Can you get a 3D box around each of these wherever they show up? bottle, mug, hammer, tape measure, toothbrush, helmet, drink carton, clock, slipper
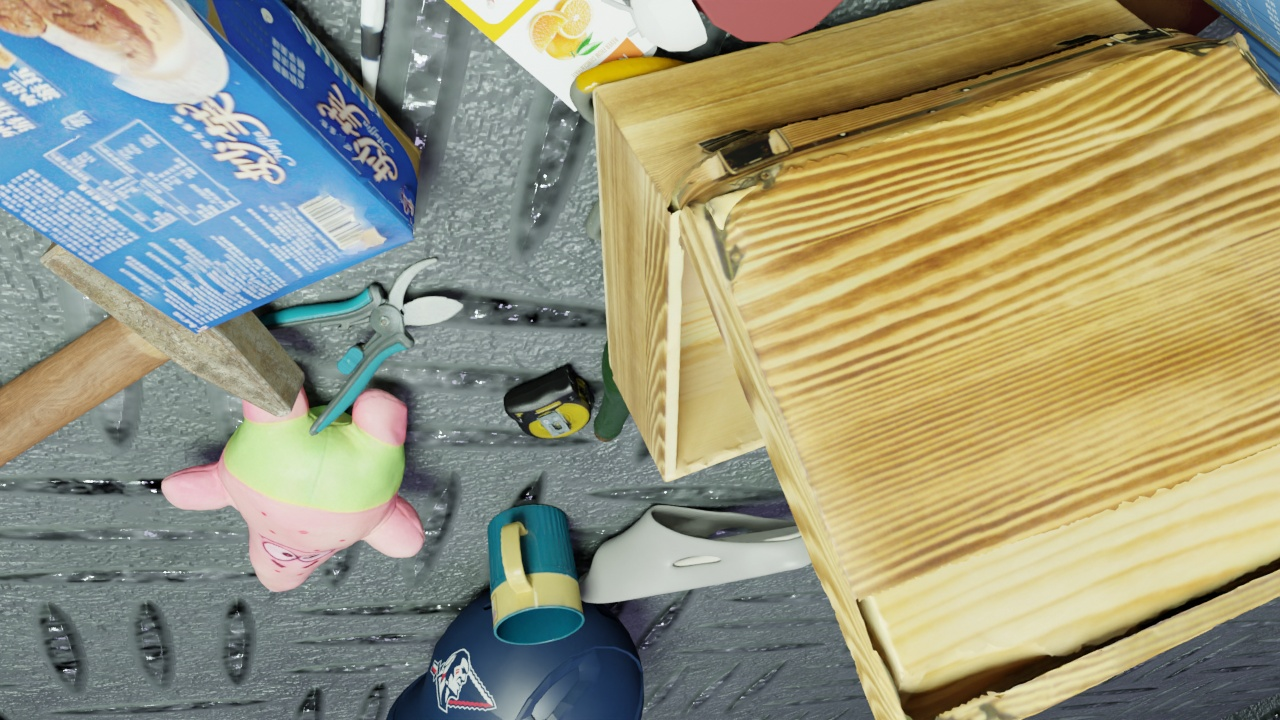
[{"bbox_3d":[-0.004,0.004,0.673,0.055,0.055,0.175,3,140,-20],"label":"bottle"},{"bbox_3d":[-0.102,0.191,0.847,0.083,0.107,0.114,-13,143,4],"label":"mug"},{"bbox_3d":[-0.373,0.026,0.595,0.301,0.037,0.158,-25,128,23],"label":"hammer"},{"bbox_3d":[-0.067,0.037,0.717,0.062,0.034,0.061,-24,144,16],"label":"tape measure"},{"bbox_3d":[-0.131,-0.165,0.450,0.012,0.017,0.187,3,141,-17],"label":"toothbrush"},{"bbox_3d":[-0.124,0.341,0.934,0.271,0.232,0.223,-19,121,-39],"label":"helmet"},{"bbox_3d":[-0.049,-0.179,0.437,0.059,0.040,0.122,-33,139,25],"label":"drink carton"},{"bbox_3d":[0.043,-0.195,0.413,0.137,0.048,0.096,-15,129,-13],"label":"clock"},{"bbox_3d":[0.052,0.173,0.893,0.266,0.080,0.112,-16,-178,29],"label":"slipper"}]

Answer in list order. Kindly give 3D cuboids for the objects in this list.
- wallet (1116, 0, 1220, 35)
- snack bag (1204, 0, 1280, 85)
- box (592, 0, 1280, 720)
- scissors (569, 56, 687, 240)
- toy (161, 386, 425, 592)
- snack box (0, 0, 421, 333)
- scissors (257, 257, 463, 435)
[{"bbox_3d":[0.264,-0.201,0.520,0.115,0.018,0.092,22,132,-34],"label":"wallet"},{"bbox_3d":[0.316,-0.186,0.422,0.102,0.158,0.205,-27,134,16],"label":"snack bag"},{"bbox_3d":[0.161,-0.009,0.436,0.279,0.323,0.284,-17,143,-12],"label":"box"},{"bbox_3d":[0.047,-0.126,0.529,0.224,0.016,0.217,-7,158,-30],"label":"scissors"},{"bbox_3d":[-0.258,0.108,0.699,0.192,0.096,0.237,16,129,-19],"label":"toy"},{"bbox_3d":[-0.227,-0.114,0.430,0.155,0.069,0.203,-19,142,20],"label":"snack box"},{"bbox_3d":[-0.197,-0.018,0.604,0.124,0.019,0.154,28,104,-8],"label":"scissors"}]
